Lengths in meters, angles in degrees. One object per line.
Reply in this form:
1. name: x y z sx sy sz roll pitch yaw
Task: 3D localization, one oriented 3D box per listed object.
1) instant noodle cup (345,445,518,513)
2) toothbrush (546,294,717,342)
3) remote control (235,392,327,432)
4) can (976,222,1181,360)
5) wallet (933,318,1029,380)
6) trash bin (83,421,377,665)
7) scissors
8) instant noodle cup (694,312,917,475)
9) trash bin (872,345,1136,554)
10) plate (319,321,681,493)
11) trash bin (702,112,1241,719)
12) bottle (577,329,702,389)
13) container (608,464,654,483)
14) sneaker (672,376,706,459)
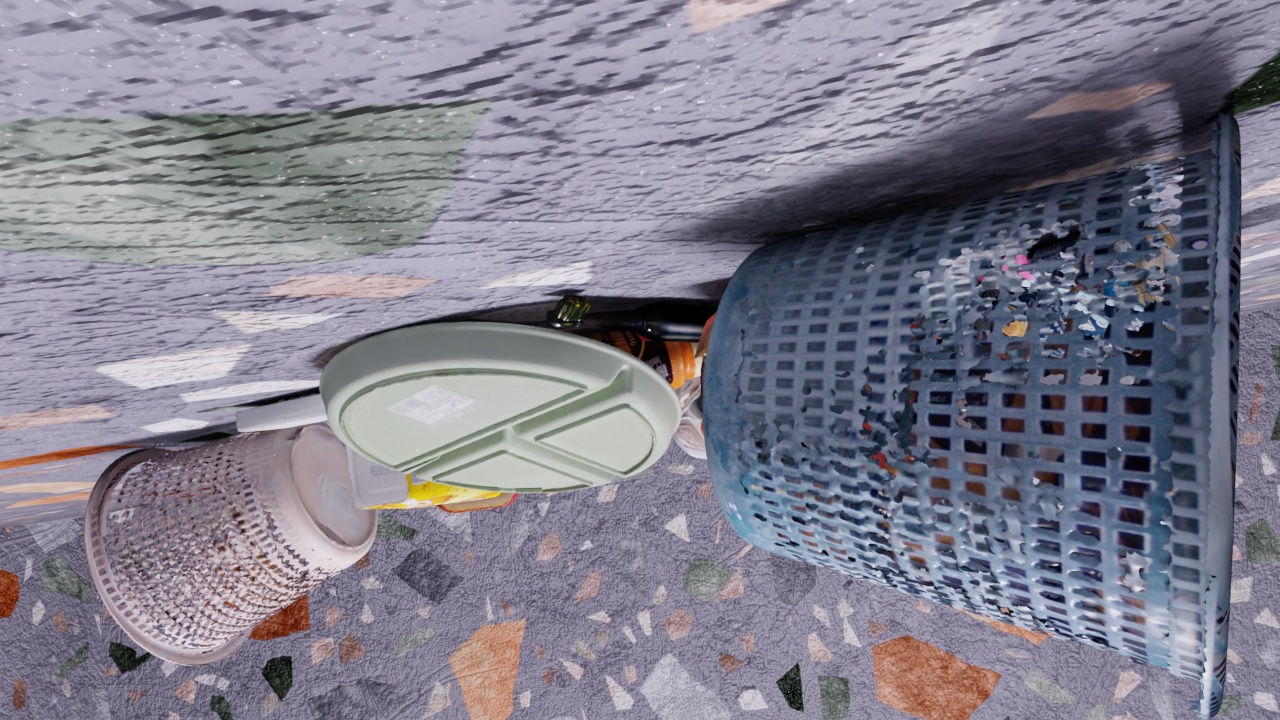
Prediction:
1. instant noodle cup: -0.181 0.080 0.797 0.116 0.116 0.123 -13 175 37
2. toothbrush: 0.013 -0.025 0.564 0.027 0.026 0.212 -49 155 22
3. remote control: -0.242 0.034 0.721 0.150 0.021 0.058 -12 176 18
4. can: 0.277 -0.042 0.582 0.075 0.075 0.111 -6 173 -38
5. wallet: 0.189 -0.016 0.603 0.032 0.101 0.124 -54 175 -4
6. trash bin: -0.379 0.159 0.902 0.192 0.227 0.227 -24 172 12
7. scissors: 0.219 -0.046 0.518 0.133 0.017 0.136 25 -179 -22
8. instant noodle cup: 0.106 0.015 0.568 0.138 0.138 0.108 -11 178 8
9. trash bin: 0.291 0.065 0.744 0.253 0.229 0.229 -22 169 34
10. plate: -0.088 0.041 0.587 0.230 0.027 0.231 0 153 0
11. trash bin: 0.143 0.018 0.402 0.195 0.226 0.226 2 -179 31
12. bottle: -0.004 0.004 0.655 0.149 0.066 0.067 -16 176 -14
13. container: -0.050 0.069 0.931 0.090 0.114 0.090 -6 174 -30
14. sneaker: 0.053 0.034 0.757 0.090 0.089 0.242 27 175 -19
